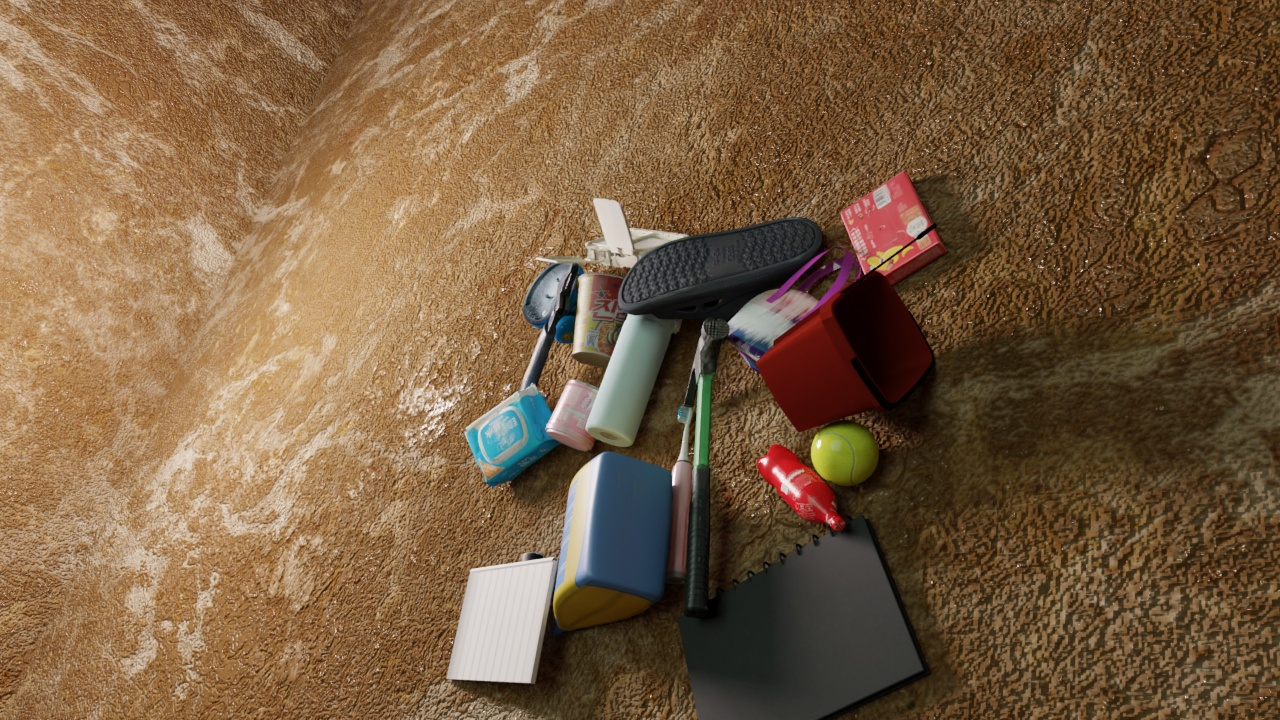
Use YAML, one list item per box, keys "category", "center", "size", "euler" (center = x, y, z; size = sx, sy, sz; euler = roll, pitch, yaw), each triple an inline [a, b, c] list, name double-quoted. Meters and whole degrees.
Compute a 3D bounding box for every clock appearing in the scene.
- category: "clock"
  center: [-0.111, -0.086, 1.386]
  size: [0.117, 0.060, 0.161]
  euler: [-52, 39, 0]

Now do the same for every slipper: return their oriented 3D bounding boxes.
- category: "slipper"
  center: [0.104, -0.106, 1.164]
  size: [0.268, 0.083, 0.110]
  euler: [-14, 47, 16]

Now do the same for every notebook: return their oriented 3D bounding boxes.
- category: "notebook"
  center: [-0.173, 0.321, 1.132]
  size: [0.210, 0.009, 0.142]
  euler: [-22, 52, 49]
- category: "notebook"
  center: [0.141, 0.265, 0.875]
  size: [0.232, 0.019, 0.169]
  euler: [-36, 42, 22]

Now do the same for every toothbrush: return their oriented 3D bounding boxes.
- category: "toothbrush"
  center: [0.046, 0.149, 1.059]
  size: [0.027, 0.026, 0.222]
  euler: [129, 153, -51]

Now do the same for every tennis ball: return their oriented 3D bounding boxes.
- category: "tennis ball"
  center: [0.202, 0.091, 0.906]
  size: [0.065, 0.065, 0.065]
  euler: [-27, 44, 30]

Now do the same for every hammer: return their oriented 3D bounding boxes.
- category: "hammer"
  center: [0.067, 0.119, 1.002]
  size: [0.130, 0.032, 0.318]
  euler: [105, 172, -59]

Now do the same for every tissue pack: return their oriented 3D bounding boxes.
- category: "tissue pack"
  center: [-0.179, 0.104, 1.283]
  size: [0.145, 0.061, 0.093]
  euler: [-36, 68, 20]

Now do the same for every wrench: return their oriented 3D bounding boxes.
- category: "wrench"
  center: [-0.143, -0.011, 1.320]
  size: [0.073, 0.022, 0.274]
  euler: [-120, 49, -69]

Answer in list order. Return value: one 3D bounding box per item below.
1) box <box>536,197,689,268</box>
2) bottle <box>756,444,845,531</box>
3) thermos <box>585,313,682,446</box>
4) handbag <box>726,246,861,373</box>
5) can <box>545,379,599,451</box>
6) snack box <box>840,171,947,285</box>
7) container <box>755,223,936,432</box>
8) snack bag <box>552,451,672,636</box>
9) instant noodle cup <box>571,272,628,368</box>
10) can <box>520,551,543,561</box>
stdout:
- category: "box"
  center: [-0.033, -0.175, 1.274]
  size: [0.145, 0.186, 0.101]
  euler: [15, 106, 48]
- category: "bottle"
  center: [0.164, 0.130, 0.925]
  size: [0.042, 0.042, 0.141]
  euler: [-50, 30, 4]
- category: "thermos"
  center: [-0.007, 0.007, 1.196]
  size: [0.078, 0.065, 0.206]
  euler: [16, 69, 11]
- category: "handbag"
  center: [0.185, -0.060, 1.055]
  size: [0.170, 0.068, 0.144]
  euler: [-47, 36, -2]
- category: "can"
  center: [-0.082, 0.074, 1.221]
  size: [0.067, 0.067, 0.076]
  euler: [6, 65, 49]
- category: "snack box"
  center: [0.284, -0.147, 1.042]
  size: [0.089, 0.021, 0.132]
  euler: [-33, 42, 25]
- category: "container"
  center: [0.227, -0.024, 0.886]
  size: [0.201, 0.127, 0.147]
  euler: [-32, 0, 40]
- category: "snack bag"
  center: [-0.051, 0.220, 1.060]
  size: [0.206, 0.102, 0.158]
  euler: [-47, 30, 50]
- category: "instant noodle cup"
  center: [-0.049, -0.052, 1.272]
  size: [0.101, 0.100, 0.112]
  euler: [-7, 65, 44]
- category: "can"
  center: [-0.134, 0.281, 1.143]
  size: [0.032, 0.031, 0.080]
  euler: [-33, 42, 25]
